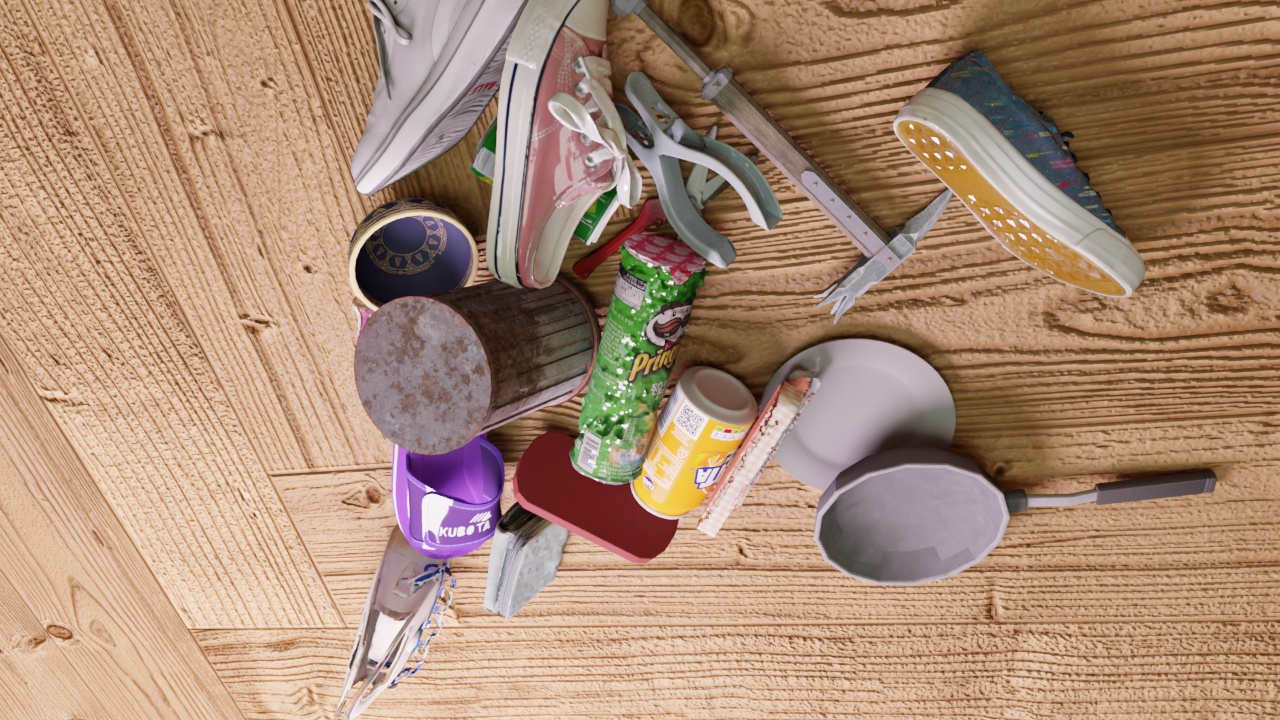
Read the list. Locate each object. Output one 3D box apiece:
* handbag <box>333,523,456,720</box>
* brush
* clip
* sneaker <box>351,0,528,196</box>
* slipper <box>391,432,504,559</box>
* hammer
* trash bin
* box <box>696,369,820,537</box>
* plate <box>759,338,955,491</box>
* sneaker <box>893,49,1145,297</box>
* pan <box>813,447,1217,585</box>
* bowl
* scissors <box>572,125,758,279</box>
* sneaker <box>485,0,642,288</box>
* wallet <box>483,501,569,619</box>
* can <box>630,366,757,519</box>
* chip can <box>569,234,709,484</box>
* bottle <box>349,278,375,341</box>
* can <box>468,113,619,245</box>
[{"bbox_3d":[-0.271,0.299,1.015,0.093,0.199,0.201,21,126,-6],"label":"handbag"},{"bbox_3d":[-0.046,0.141,0.937,0.173,0.082,0.042,28,154,-5],"label":"brush"},{"bbox_3d":[0.027,-0.140,0.751,0.171,0.029,0.142,45,147,6],"label":"clip"},{"bbox_3d":[-0.178,-0.244,0.723,0.128,0.096,0.264,44,122,-2],"label":"sneaker"},{"bbox_3d":[-0.184,0.111,0.917,0.107,0.084,0.267,-15,125,-31],"label":"slipper"},{"bbox_3d":[0.101,-0.183,0.723,0.317,0.028,0.147,41,112,-15],"label":"hammer"},{"bbox_3d":[-0.126,-0.006,0.781,0.131,0.210,0.131,4,102,21],"label":"trash bin"},{"bbox_3d":[0.106,0.088,0.855,0.043,0.083,0.187,31,126,6],"label":"box"},{"bbox_3d":[0.202,0.054,0.862,0.178,0.012,0.179,6,123,9],"label":"plate"},{"bbox_3d":[0.298,-0.139,0.694,0.235,0.087,0.079,36,88,-14],"label":"sneaker"},{"bbox_3d":[0.340,0.132,0.858,0.358,0.041,0.179,-9,130,10],"label":"pan"},{"bbox_3d":[-0.207,-0.100,0.823,0.112,0.061,0.113,-14,134,-16],"label":"bowl"},{"bbox_3d":[0.022,-0.106,0.802,0.194,0.015,0.179,-8,118,17],"label":"scissors"},{"bbox_3d":[-0.049,-0.165,0.676,0.088,0.118,0.241,16,103,19],"label":"sneaker"},{"bbox_3d":[-0.121,0.206,0.984,0.054,0.100,0.132,29,125,25],"label":"wallet"},{"bbox_3d":[0.048,0.079,0.873,0.079,0.078,0.143,25,124,-3],"label":"can"},{"bbox_3d":[-0.006,0.005,0.807,0.075,0.075,0.224,17,117,2],"label":"chip can"},{"bbox_3d":[-0.250,-0.013,0.895,0.060,0.059,0.166,3,122,11],"label":"bottle"},{"bbox_3d":[-0.074,-0.154,0.762,0.121,0.067,0.067,31,123,-6],"label":"can"}]
